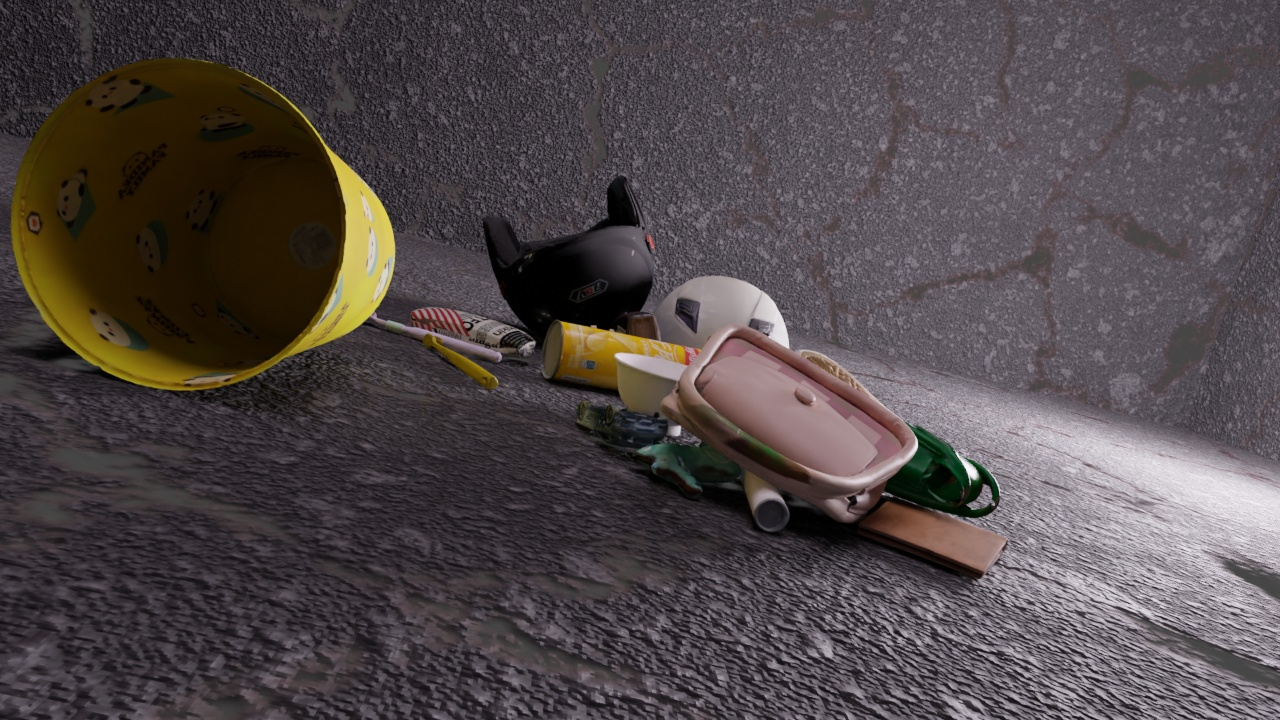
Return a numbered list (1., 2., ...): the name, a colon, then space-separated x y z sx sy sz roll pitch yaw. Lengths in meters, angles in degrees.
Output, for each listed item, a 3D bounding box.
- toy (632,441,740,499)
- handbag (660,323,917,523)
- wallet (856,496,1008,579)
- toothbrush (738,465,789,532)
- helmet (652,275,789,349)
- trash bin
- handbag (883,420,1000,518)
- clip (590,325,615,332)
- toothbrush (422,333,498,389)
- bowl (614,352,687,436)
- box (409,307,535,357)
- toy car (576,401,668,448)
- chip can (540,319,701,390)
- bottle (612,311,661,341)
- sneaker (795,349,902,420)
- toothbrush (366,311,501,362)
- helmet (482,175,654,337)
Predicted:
1. toy: 0.041 0.088 0.755 0.091 0.030 0.096 5 19 -26
2. handbag: 0.103 0.055 0.712 0.193 0.093 0.233 34 15 17
3. wallet: 0.239 0.144 0.749 0.101 0.020 0.115 18 11 29
4. toothbrush: 0.098 0.098 0.778 0.026 0.027 0.221 -12 8 3
5. helmet: 0.116 -0.042 1.325 0.230 0.157 0.273 15 8 7
6. trash bin: -0.323 -0.098 0.758 0.229 0.229 0.255 14 2 -2
7. handbag: 0.257 0.102 0.838 0.120 0.068 0.131 28 1 38
8. clip: -0.050 -0.015 1.177 0.035 0.095 0.102 13 -3 -10
9. toothbrush: -0.195 -0.001 0.990 0.016 0.016 0.190 17 5 -36
10. bowl: 0.023 0.039 0.926 0.118 0.065 0.118 14 7 -2
11. box: -0.205 -0.038 1.117 0.164 0.052 0.068 17 27 14
12. toy car: -0.019 0.058 0.829 0.054 0.037 0.121 10 -1 -24
13. chip can: -0.006 0.006 1.085 0.213 0.072 0.072 10 9 -22
14. bottle: -0.016 -0.022 1.235 0.044 0.080 0.195 -7 0 -13
15. sneaker: 0.215 0.074 0.951 0.241 0.088 0.118 33 18 -38
16. toothbrush: -0.249 -0.031 1.087 0.189 0.021 0.029 18 -2 13
17. helmet: -0.092 -0.133 1.345 0.233 0.230 0.274 -19 14 -2
